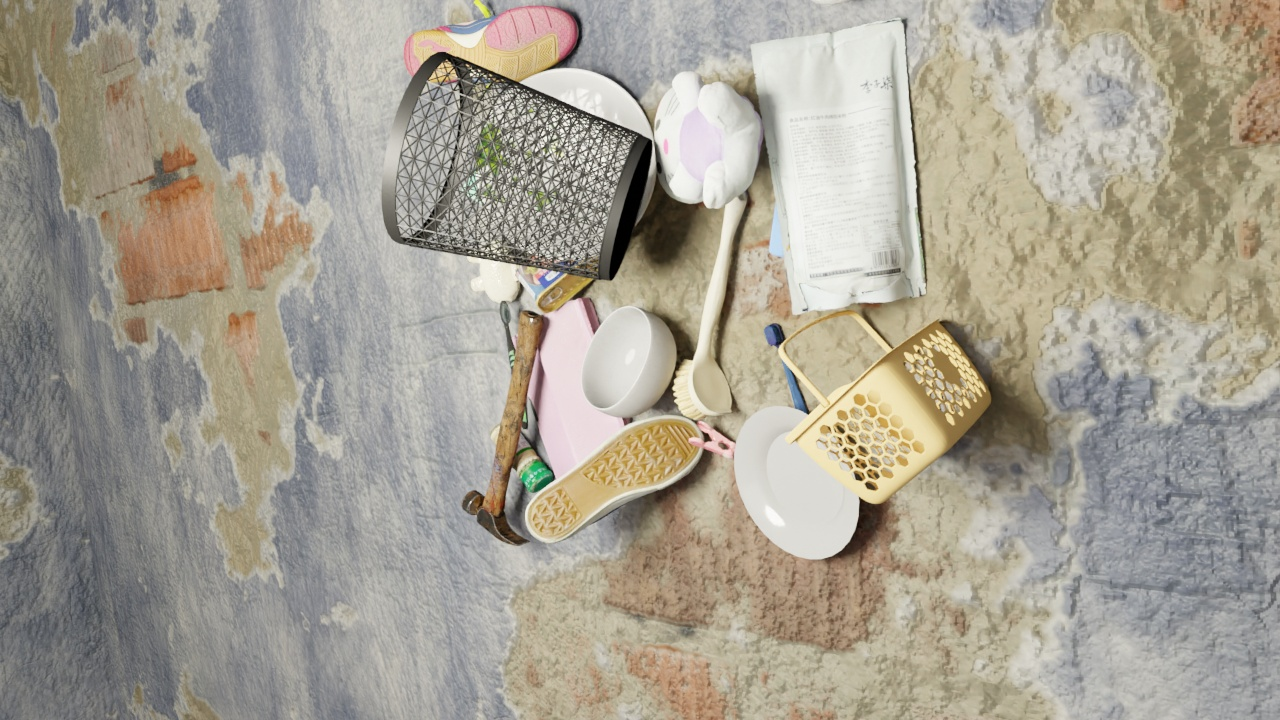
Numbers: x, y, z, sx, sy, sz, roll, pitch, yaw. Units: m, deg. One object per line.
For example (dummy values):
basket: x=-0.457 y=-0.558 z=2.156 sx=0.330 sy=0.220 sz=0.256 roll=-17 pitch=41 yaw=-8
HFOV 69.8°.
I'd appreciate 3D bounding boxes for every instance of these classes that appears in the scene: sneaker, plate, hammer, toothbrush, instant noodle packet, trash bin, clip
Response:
sneaker: x=-0.185 y=-0.411 z=1.183 sx=0.242 sy=0.090 sz=0.116 roll=0 pitch=104 yaw=20
plate: x=-0.090 y=-0.237 z=1.125 sx=0.229 sy=0.030 sz=0.229 roll=1 pitch=96 yaw=13
hammer: x=-0.168 y=0.092 z=1.228 sx=0.120 sy=0.033 sz=0.331 roll=30 pitch=118 yaw=32
toothbrush: x=-0.173 y=0.009 z=1.266 sx=0.017 sy=0.014 sz=0.188 roll=-147 pitch=46 yaw=-65
instant noodle packet: x=0.198 y=-0.187 z=0.902 sx=0.147 sy=0.057 sz=0.269 roll=-8 pitch=94 yaw=5
plate: x=0.173 y=0.131 z=1.004 sx=0.173 sy=0.019 sz=0.173 roll=21 pitch=119 yaw=45
sneaker: x=-0.031 y=0.141 z=1.111 sx=0.235 sy=0.079 sz=0.087 roll=-31 pitch=81 yaw=-1
trash bin: x=-0.126 y=-0.201 z=1.023 sx=0.243 sy=0.216 sz=0.217 roll=17 pitch=112 yaw=4
clip: x=0.085 y=0.098 z=1.066 sx=0.057 sy=0.035 sz=0.022 roll=28 pitch=159 yaw=4
toothbrush: x=0.172 y=0.049 z=1.005 sx=0.016 sy=0.017 sz=0.190 roll=-22 pitch=84 yaw=40

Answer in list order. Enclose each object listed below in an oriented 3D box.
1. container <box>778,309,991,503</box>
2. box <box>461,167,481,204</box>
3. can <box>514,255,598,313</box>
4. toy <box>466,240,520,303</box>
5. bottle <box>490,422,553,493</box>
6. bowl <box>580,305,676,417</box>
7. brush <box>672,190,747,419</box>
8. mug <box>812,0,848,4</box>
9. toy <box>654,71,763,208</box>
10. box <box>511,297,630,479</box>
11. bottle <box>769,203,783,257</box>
container: x=0.219 y=0.021 z=0.854 sx=0.167 sy=0.182 sz=0.129 roll=49 pitch=125 yaw=13
box: x=-0.154 y=-0.286 z=1.206 sx=0.077 sy=0.079 sz=0.189 roll=31 pitch=125 yaw=-14
can: x=-0.104 y=-0.114 z=1.156 sx=0.100 sy=0.054 sz=0.059 roll=-40 pitch=67 yaw=-2
toy: x=-0.191 y=-0.121 z=1.250 sx=0.112 sy=0.050 sz=0.087 roll=-1 pitch=102 yaw=33
bottle: x=-0.169 y=0.133 z=1.284 sx=0.110 sy=0.042 sz=0.043 roll=48 pitch=124 yaw=24
bowl: x=-0.006 y=0.006 z=1.098 sx=0.132 sy=0.064 sz=0.131 roll=-31 pitch=48 yaw=41
brush: x=0.086 y=-0.062 z=1.037 sx=0.077 sy=0.061 sz=0.272 roll=15 pitch=103 yaw=32
mug: x=0.178 y=-0.404 z=0.876 sx=0.090 sy=0.076 sz=0.124 roll=-20 pitch=85 yaw=40
toy: x=0.068 y=-0.230 z=0.954 sx=0.209 sy=0.085 sz=0.138 roll=-131 pitch=34 yaw=-72
box: x=-0.099 y=0.052 z=1.207 sx=0.181 sy=0.055 sz=0.232 roll=-26 pitch=82 yaw=41
bottle: x=0.165 y=-0.173 z=0.948 sx=0.048 sy=0.048 sz=0.131 roll=18 pitch=109 yaw=36
